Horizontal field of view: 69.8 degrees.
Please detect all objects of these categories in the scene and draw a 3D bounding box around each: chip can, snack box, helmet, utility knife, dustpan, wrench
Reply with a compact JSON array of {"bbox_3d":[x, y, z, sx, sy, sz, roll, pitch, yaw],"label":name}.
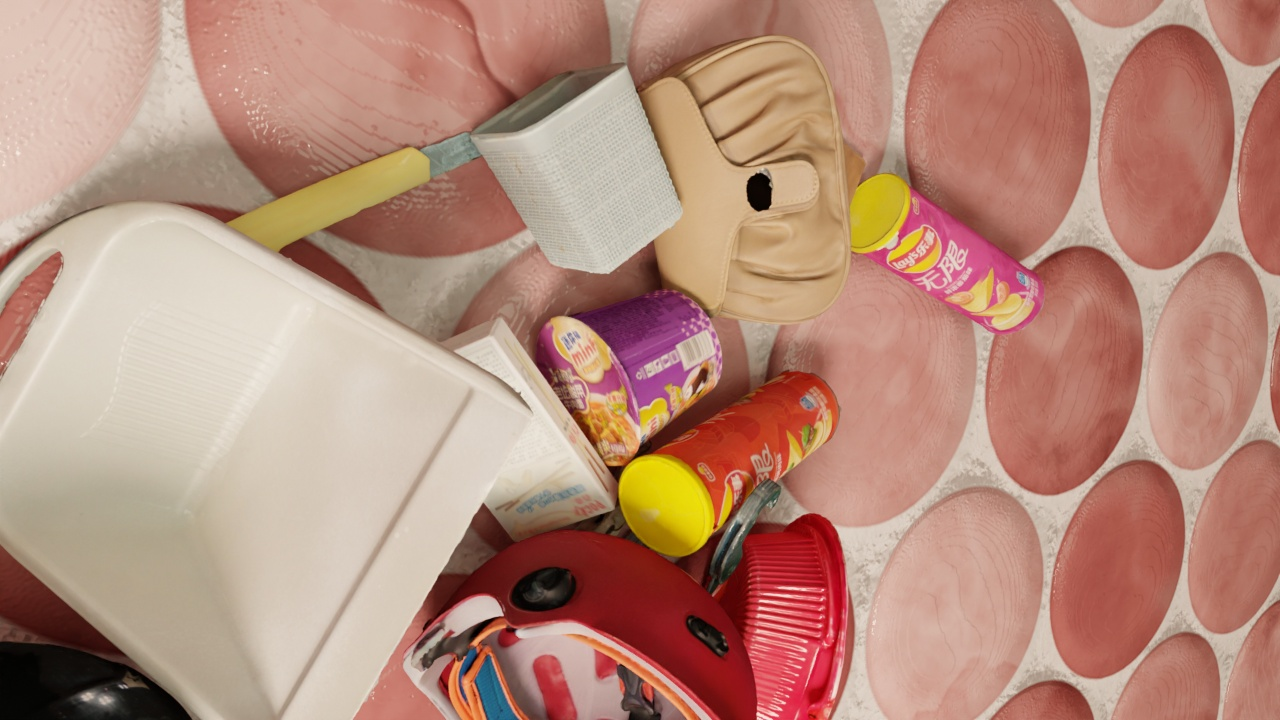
[{"bbox_3d":[0.273,-0.091,0.819,0.210,0.071,0.071,22,86,-32],"label":"chip can"},{"bbox_3d":[-0.089,0.051,0.619,0.157,0.085,0.026,58,24,-26],"label":"snack box"},{"bbox_3d":[-0.021,0.195,0.609,0.207,0.241,0.143,62,36,-25],"label":"helmet"},{"bbox_3d":[0.074,0.069,0.679,0.216,0.073,0.073,-24,112,-51],"label":"chip can"},{"bbox_3d":[-0.177,-0.104,0.573,0.196,0.020,0.031,-29,116,-23],"label":"utility knife"},{"bbox_3d":[-0.304,0.242,0.413,0.233,0.276,0.229,55,42,-16],"label":"helmet"},{"bbox_3d":[-0.226,0.042,0.458,0.142,0.258,0.223,27,94,-51],"label":"dustpan"},{"bbox_3d":[0.045,0.191,0.680,0.056,0.016,0.274,-29,147,-47],"label":"wrench"}]

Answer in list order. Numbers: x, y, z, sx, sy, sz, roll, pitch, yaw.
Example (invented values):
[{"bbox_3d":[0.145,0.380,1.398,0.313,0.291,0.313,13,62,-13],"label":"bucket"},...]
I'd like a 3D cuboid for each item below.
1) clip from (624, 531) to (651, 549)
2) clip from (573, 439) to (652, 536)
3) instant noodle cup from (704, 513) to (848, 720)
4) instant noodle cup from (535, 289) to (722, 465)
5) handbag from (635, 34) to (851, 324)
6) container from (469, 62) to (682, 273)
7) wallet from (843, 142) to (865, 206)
[{"bbox_3d":[0.001,0.142,0.722,0.058,0.026,0.039,-43,129,-27],"label":"clip"},{"bbox_3d":[-0.011,0.102,0.709,0.103,0.092,0.035,-33,121,16],"label":"clip"},{"bbox_3d":[0.090,0.207,0.706,0.066,0.194,0.194,14,91,-8],"label":"instant noodle cup"},{"bbox_3d":[-0.004,0.004,0.652,0.099,0.112,0.111,-28,112,-35],"label":"instant noodle cup"},{"bbox_3d":[0.076,-0.124,0.663,0.148,0.099,0.204,-10,105,3],"label":"handbag"},{"bbox_3d":[-0.039,-0.125,0.614,0.090,0.090,0.111,-40,120,-22],"label":"container"},{"bbox_3d":[0.133,-0.139,0.757,0.101,0.020,0.115,30,79,-31],"label":"wallet"}]
